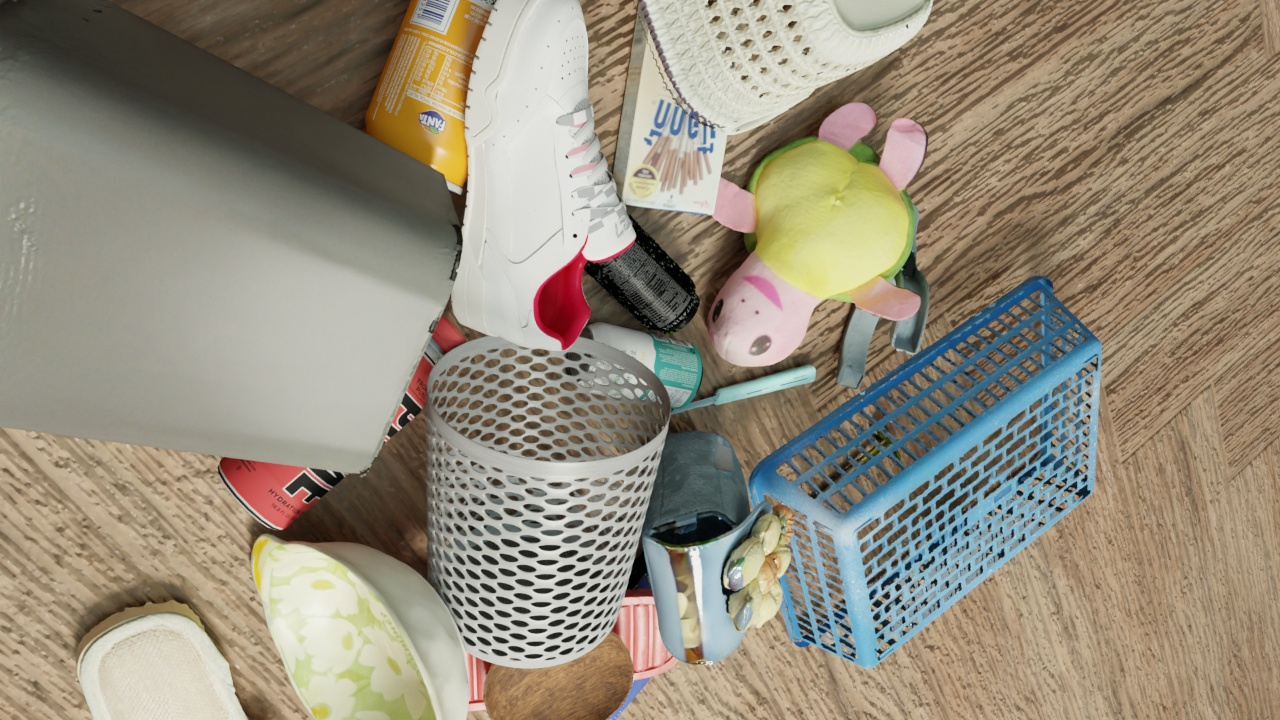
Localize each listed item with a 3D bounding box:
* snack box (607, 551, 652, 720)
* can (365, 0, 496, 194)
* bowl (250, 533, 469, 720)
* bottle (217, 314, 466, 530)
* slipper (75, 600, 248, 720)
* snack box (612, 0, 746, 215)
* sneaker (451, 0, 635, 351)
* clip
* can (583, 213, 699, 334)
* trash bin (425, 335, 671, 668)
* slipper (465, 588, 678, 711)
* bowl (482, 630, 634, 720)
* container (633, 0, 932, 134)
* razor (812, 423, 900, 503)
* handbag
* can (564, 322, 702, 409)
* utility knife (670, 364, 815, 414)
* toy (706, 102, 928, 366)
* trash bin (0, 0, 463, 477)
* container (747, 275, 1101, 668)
[{"bbox_3d":[-0.011,0.243,0.800,0.150,0.027,0.082,-50,119,-5],"label":"snack box"},{"bbox_3d":[-0.118,-0.185,0.583,0.079,0.079,0.142,21,95,-31],"label":"can"},{"bbox_3d":[-0.177,0.196,0.624,0.060,0.219,0.189,-28,158,-46],"label":"bowl"},{"bbox_3d":[-0.194,0.034,0.621,0.176,0.062,0.062,-42,119,-10],"label":"bottle"},{"bbox_3d":[-0.311,0.292,0.648,0.114,0.054,0.273,-20,113,-16],"label":"slipper"},{"bbox_3d":[0.028,-0.188,0.689,0.081,0.026,0.150,3,104,-29],"label":"snack box"},{"bbox_3d":[-0.048,-0.110,0.575,0.090,0.104,0.237,-43,152,-57],"label":"sneaker"},{"bbox_3d":[0.214,-0.054,0.759,0.030,0.164,0.173,15,94,-7],"label":"clip"},{"bbox_3d":[-0.014,-0.076,0.685,0.137,0.054,0.054,42,84,-31],"label":"can"},{"bbox_3d":[-0.072,0.097,0.635,0.156,0.156,0.184,-6,123,-26],"label":"trash bin"},{"bbox_3d":[-0.087,0.217,0.733,0.248,0.059,0.103,1,106,-12],"label":"slipper"},{"bbox_3d":[-0.063,0.239,0.700,0.114,0.026,0.102,-23,110,-6],"label":"bowl"},{"bbox_3d":[0.085,-0.287,0.599,0.184,0.143,0.252,-31,109,-37],"label":"container"},{"bbox_3d":[0.198,0.107,0.872,0.106,0.026,0.042,-39,121,-7],"label":"razor"},{"bbox_3d":[0.060,0.133,0.704,0.119,0.191,0.122,-6,110,7],"label":"handbag"},{"bbox_3d":[-0.004,0.004,0.714,0.101,0.055,0.055,12,99,-30],"label":"can"},{"bbox_3d":[0.090,0.025,0.794,0.147,0.015,0.022,-13,142,-22],"label":"utility knife"},{"bbox_3d":[0.140,-0.097,0.735,0.190,0.087,0.238,31,89,6],"label":"toy"},{"bbox_3d":[-0.228,-0.057,0.474,0.220,0.197,0.198,19,112,-26],"label":"trash bin"},{"bbox_3d":[0.286,0.116,0.852,0.361,0.089,0.257,-32,128,-16],"label":"container"}]
